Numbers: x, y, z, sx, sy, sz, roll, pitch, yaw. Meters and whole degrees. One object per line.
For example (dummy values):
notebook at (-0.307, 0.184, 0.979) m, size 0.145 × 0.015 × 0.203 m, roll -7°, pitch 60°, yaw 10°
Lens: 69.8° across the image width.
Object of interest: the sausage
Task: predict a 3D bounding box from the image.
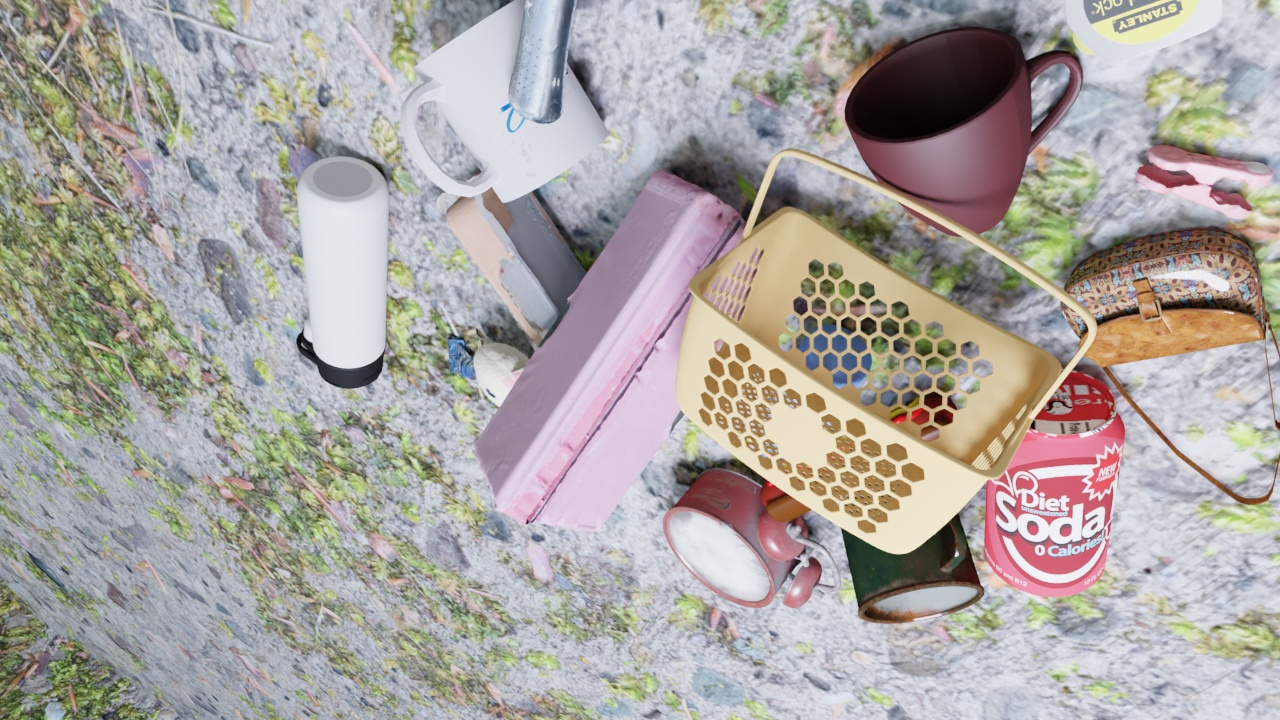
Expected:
sausage at (0.148, 0.068, 0.635) m, size 0.156 × 0.040 × 0.040 m, roll -33°, pitch 105°, yaw 29°

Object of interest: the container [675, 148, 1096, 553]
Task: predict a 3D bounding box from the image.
container at (0.123, -0.009, 0.499) m, size 0.183 × 0.128 × 0.167 m, roll 35°, pitch 133°, yaw 17°

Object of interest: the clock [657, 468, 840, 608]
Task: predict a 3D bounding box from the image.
clock at (0.094, 0.144, 0.742) m, size 0.157 × 0.061 × 0.110 m, roll 9°, pitch 132°, yaw 44°

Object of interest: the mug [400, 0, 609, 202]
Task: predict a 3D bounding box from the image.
mug at (-0.092, -0.152, 0.571) m, size 0.083 × 0.119 × 0.096 m, roll -1°, pitch 127°, yaw 55°

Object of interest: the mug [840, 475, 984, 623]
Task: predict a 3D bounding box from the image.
mug at (0.189, 0.125, 0.632) m, size 0.085 × 0.081 × 0.111 m, roll 1°, pitch 148°, yaw -13°

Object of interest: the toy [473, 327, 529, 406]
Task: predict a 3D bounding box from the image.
toy at (-0.106, 0.015, 0.755) m, size 0.112 × 0.050 × 0.087 m, roll 23°, pitch 161°, yaw 33°

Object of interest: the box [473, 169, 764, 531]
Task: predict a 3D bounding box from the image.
box at (0.000, 0.006, 0.600) m, size 0.107 × 0.233 × 0.099 m, roll 31°, pitch -174°, yaw -29°

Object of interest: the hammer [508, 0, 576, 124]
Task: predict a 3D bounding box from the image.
hammer at (-0.033, -0.269, 0.428) m, size 0.140 × 0.036 × 0.327 m, roll 49°, pitch 140°, yaw 33°

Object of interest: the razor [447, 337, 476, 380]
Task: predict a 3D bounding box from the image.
razor at (-0.112, 0.022, 0.807) m, size 0.141 × 0.018 × 0.044 m, roll 23°, pitch 135°, yaw 15°

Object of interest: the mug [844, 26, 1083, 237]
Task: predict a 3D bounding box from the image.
mug at (0.174, -0.114, 0.473) m, size 0.114 × 0.087 × 0.088 m, roll -27°, pitch 131°, yaw 12°

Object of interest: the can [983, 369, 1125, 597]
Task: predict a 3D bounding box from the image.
can at (0.257, 0.080, 0.577) m, size 0.074 × 0.074 × 0.143 m, roll 8°, pitch 130°, yaw 28°

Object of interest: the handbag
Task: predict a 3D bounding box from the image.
handbag at (0.313, 0.018, 0.517) m, size 0.094 × 0.043 × 0.196 m, roll -14°, pitch 121°, yaw 42°

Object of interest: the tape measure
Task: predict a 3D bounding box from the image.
tape measure at (0.228, -0.174, 0.419) m, size 0.064 × 0.016 × 0.065 m, roll -10°, pitch 120°, yaw 38°

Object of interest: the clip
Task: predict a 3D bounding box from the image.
clip at (0.281, -0.093, 0.453) m, size 0.060 × 0.023 × 0.044 m, roll 36°, pitch 133°, yaw -1°

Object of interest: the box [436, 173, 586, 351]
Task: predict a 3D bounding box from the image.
box at (-0.078, -0.035, 0.690) m, size 0.096 × 0.114 × 0.217 m, roll -26°, pitch 111°, yaw 22°

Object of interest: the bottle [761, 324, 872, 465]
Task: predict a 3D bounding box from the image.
bottle at (0.114, 0.034, 0.649) m, size 0.048 × 0.047 × 0.131 m, roll 30°, pitch 137°, yaw 8°

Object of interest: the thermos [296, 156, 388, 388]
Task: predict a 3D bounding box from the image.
thermos at (-0.264, -0.073, 0.794) m, size 0.101 × 0.068 × 0.230 m, roll 38°, pitch 140°, yaw 19°
